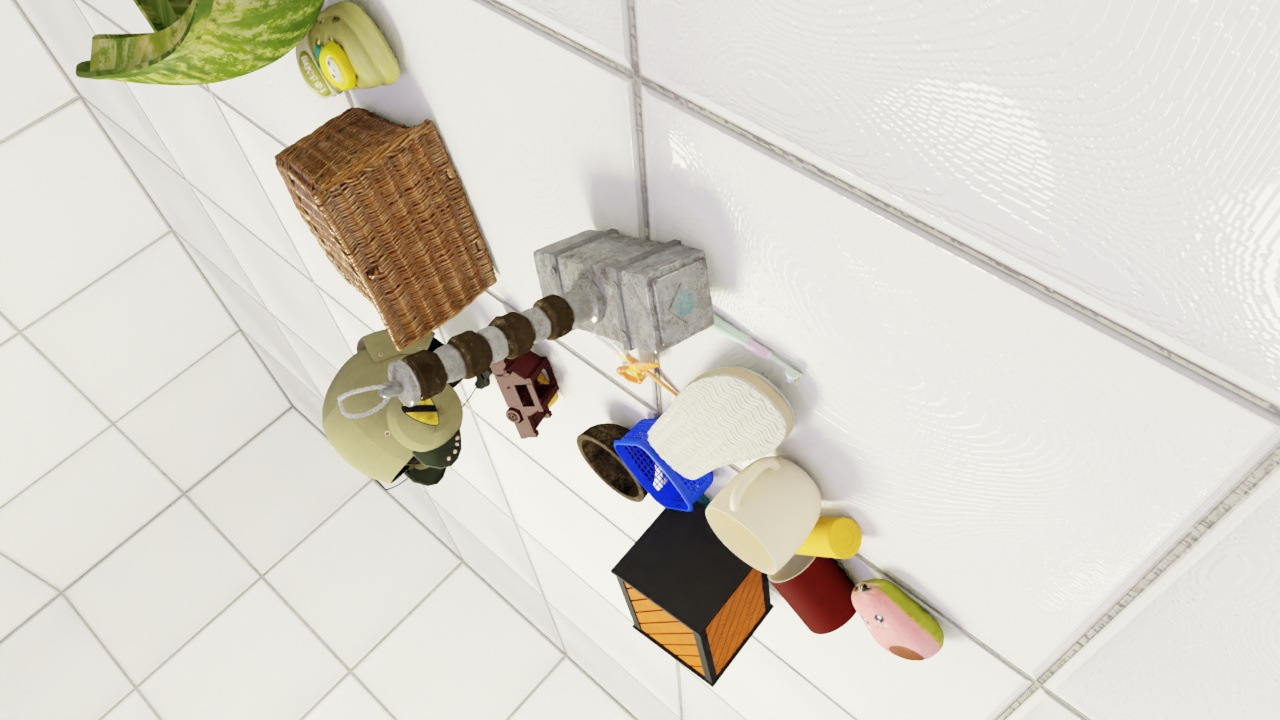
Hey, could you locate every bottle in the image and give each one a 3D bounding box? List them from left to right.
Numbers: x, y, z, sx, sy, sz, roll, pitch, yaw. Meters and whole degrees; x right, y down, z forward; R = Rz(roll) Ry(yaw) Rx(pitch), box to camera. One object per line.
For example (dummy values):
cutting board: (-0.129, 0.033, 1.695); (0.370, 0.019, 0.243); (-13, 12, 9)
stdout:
bottle: (0.182, 0.193, 1.014); (0.043, 0.043, 0.144); (51, 156, -10)

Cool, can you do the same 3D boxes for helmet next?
helmet: (-0.418, -0.377, 0.863); (0.243, 0.246, 0.213); (-2, 121, 6)
helmet: (-0.353, 0.062, 1.402); (0.233, 0.255, 0.251); (44, 155, -2)

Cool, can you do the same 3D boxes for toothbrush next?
toothbrush: (0.086, -0.024, 0.864); (0.155, 0.015, 0.022); (35, -172, 23)

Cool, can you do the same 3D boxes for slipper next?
slipper: (-0.336, -0.332, 0.996); (0.191, 0.081, 0.092); (22, 144, 48)
slipper: (0.085, 0.066, 0.965); (0.115, 0.052, 0.264); (45, 153, -2)

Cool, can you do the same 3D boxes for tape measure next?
tape measure: (-0.152, 0.046, 1.352); (0.059, 0.030, 0.068); (52, 157, -7)

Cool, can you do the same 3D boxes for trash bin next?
trash bin: (0.073, 0.299, 1.199); (0.140, 0.139, 0.172); (29, 152, 30)

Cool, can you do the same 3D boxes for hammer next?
hammer: (-0.104, -0.025, 0.798); (0.177, 0.325, 0.079); (18, 127, 47)

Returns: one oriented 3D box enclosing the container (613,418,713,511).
container: (0.032, 0.125, 1.135); (0.114, 0.058, 0.096); (53, 156, -15)

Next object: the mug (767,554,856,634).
mug: (0.197, 0.256, 1.067); (0.082, 0.073, 0.105); (51, 179, -11)

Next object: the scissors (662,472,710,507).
scissors: (0.085, 0.192, 1.204); (0.133, 0.019, 0.146); (23, 147, 43)

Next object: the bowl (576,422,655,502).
bowl: (-0.023, 0.127, 1.231); (0.121, 0.056, 0.121); (37, 155, 20)

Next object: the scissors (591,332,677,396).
scissors: (-0.009, 0.003, 1.049); (0.131, 0.011, 0.125); (40, 162, -17)

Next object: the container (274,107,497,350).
container: (-0.319, -0.175, 1.125); (0.183, 0.162, 0.250); (33, 153, 36)

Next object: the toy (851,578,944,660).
toy: (0.272, 0.278, 0.990); (0.110, 0.051, 0.090); (49, 155, -4)

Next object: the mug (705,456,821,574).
mug: (0.132, 0.145, 0.949); (0.096, 0.099, 0.120); (27, 152, 41)

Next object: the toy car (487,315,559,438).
toy car: (-0.162, 0.024, 1.267); (0.062, 0.070, 0.170); (-4, 122, 25)
